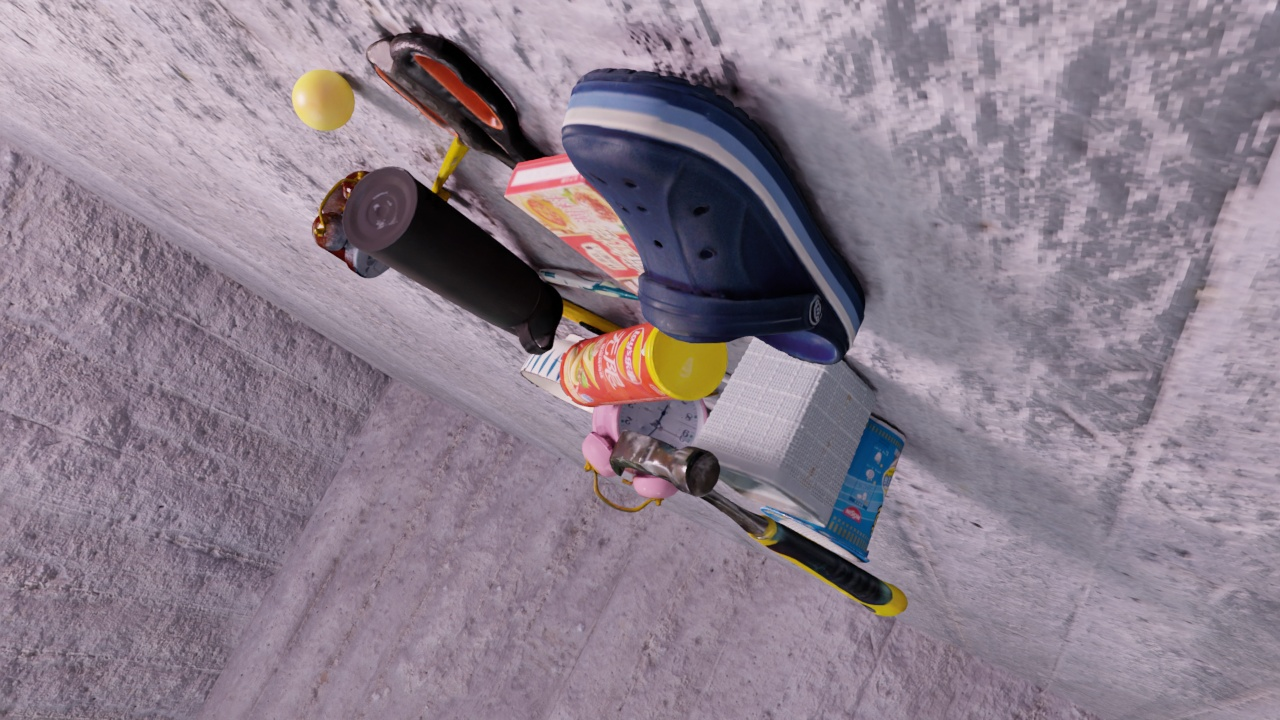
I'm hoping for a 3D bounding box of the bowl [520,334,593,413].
[{"bbox_3d":[-0.073,0.012,1.058,0.116,0.066,0.116,26,169,5],"label":"bowl"}]

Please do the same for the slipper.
[{"bbox_3d":[0.035,-0.051,0.475,0.105,0.095,0.252,15,167,38],"label":"slipper"}]

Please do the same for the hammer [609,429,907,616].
[{"bbox_3d":[0.101,0.132,0.706,0.323,0.032,0.126,34,167,-35],"label":"hammer"}]

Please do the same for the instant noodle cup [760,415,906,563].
[{"bbox_3d":[0.170,0.101,0.780,0.099,0.109,0.099,27,169,5],"label":"instant noodle cup"}]

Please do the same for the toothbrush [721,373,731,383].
[{"bbox_3d":[0.084,0.023,0.869,0.180,0.016,0.016,26,167,7],"label":"toothbrush"}]

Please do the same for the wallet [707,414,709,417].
[{"bbox_3d":[0.016,0.053,1.106,0.106,0.037,0.130,23,171,-30],"label":"wallet"}]

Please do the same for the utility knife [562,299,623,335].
[{"bbox_3d":[-0.064,-0.044,0.918,0.176,0.015,0.033,26,165,9],"label":"utility knife"}]

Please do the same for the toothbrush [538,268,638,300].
[{"bbox_3d":[-0.030,-0.064,0.763,0.192,0.018,0.016,18,166,49],"label":"toothbrush"}]

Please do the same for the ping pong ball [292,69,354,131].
[{"bbox_3d":[-0.214,-0.176,0.620,0.040,0.040,0.040,27,169,5],"label":"ping pong ball"}]

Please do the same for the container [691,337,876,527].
[{"bbox_3d":[0.110,0.050,0.687,0.090,0.111,0.090,15,163,47],"label":"container"}]

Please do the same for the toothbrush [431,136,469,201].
[{"bbox_3d":[-0.141,-0.139,0.682,0.016,0.015,0.190,26,169,-16],"label":"toothbrush"}]

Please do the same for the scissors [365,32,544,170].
[{"bbox_3d":[-0.064,-0.120,0.568,0.235,0.021,0.139,32,167,-20],"label":"scissors"}]

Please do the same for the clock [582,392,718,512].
[{"bbox_3d":[0.005,0.079,0.947,0.117,0.158,0.060,30,172,-16],"label":"clock"}]

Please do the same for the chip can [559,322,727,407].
[{"bbox_3d":[-0.005,0.005,0.814,0.073,0.073,0.217,31,163,-18],"label":"chip can"}]

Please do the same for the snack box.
[{"bbox_3d":[-0.006,-0.077,0.579,0.075,0.025,0.153,3,156,45],"label":"snack box"}]

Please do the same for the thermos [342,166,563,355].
[{"bbox_3d":[-0.139,-0.070,0.771,0.090,0.068,0.242,62,-167,26],"label":"thermos"}]

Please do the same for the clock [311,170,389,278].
[{"bbox_3d":[-0.256,-0.126,0.838,0.055,0.082,0.122,32,172,11],"label":"clock"}]
